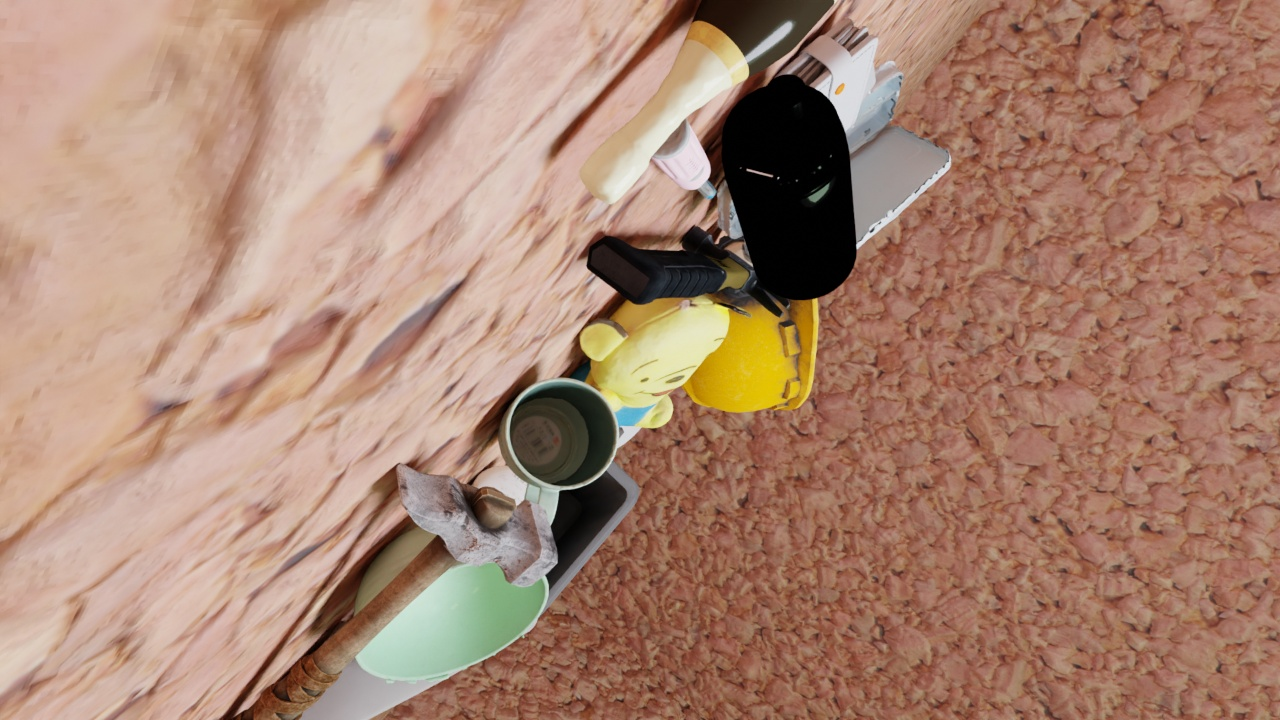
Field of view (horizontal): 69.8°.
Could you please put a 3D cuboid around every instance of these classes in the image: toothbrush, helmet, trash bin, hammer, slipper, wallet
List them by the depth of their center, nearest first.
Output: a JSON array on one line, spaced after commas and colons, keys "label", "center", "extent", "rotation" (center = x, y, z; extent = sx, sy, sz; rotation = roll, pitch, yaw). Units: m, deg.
[{"label": "toothbrush", "center": [0.028, -0.117, 0.549], "extent": [0.027, 0.026, 0.222], "rotation": [-39, 177, 10]}, {"label": "hammer", "center": [-0.195, 0.187, 0.615], "extent": [0.319, 0.121, 0.049], "rotation": [-44, -138, 20]}, {"label": "hammer", "center": [0.043, -0.066, 0.697], "extent": [0.025, 0.118, 0.332], "rotation": [-56, 168, 15]}, {"label": "wallet", "center": [0.147, -0.207, 0.713], "extent": [0.115, 0.037, 0.118], "rotation": [-42, 161, -14]}, {"label": "slipper", "center": [-0.217, 0.249, 0.787], "extent": [0.265, 0.080, 0.113], "rotation": [-20, 177, -28]}, {"label": "helmet", "center": [0.091, -0.031, 1.028], "extent": [0.131, 0.205, 0.256], "rotation": [-19, 149, -16]}, {"label": "trash bin", "center": [-0.121, 0.199, 1.066], "extent": [0.191, 0.097, 0.220], "rotation": [-48, -175, -22]}]

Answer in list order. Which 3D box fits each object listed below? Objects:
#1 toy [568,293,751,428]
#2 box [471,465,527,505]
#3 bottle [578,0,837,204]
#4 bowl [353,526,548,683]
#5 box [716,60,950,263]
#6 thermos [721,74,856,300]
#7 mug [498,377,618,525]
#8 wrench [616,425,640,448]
[{"label": "toy", "center": [-0.005, 0.005, 0.825], "extent": [0.148, 0.084, 0.215], "rotation": [-23, 159, -33]}, {"label": "box", "center": [-0.158, 0.174, 0.865], "extent": [0.166, 0.083, 0.092], "rotation": [-52, -175, 36]}, {"label": "bottle", "center": [0.041, -0.138, 0.385], "extent": [0.184, 0.045, 0.045], "rotation": [-49, 175, -7]}, {"label": "bowl", "center": [-0.154, 0.176, 0.716], "extent": [0.150, 0.077, 0.151], "rotation": [-17, 139, -16]}, {"label": "box", "center": [0.187, -0.154, 0.833], "extent": [0.215, 0.127, 0.106], "rotation": [-37, 165, -6]}, {"label": "thermos", "center": [0.110, -0.123, 0.668], "extent": [0.086, 0.086, 0.198], "rotation": [-49, 156, -6]}, {"label": "mug", "center": [-0.072, 0.075, 0.710], "extent": [0.104, 0.084, 0.111], "rotation": [150, -49, -71]}, {"label": "wrench", "center": [0.011, -0.003, 0.978], "extent": [0.086, 0.018, 0.274], "rotation": [-11, 139, -46]}]
